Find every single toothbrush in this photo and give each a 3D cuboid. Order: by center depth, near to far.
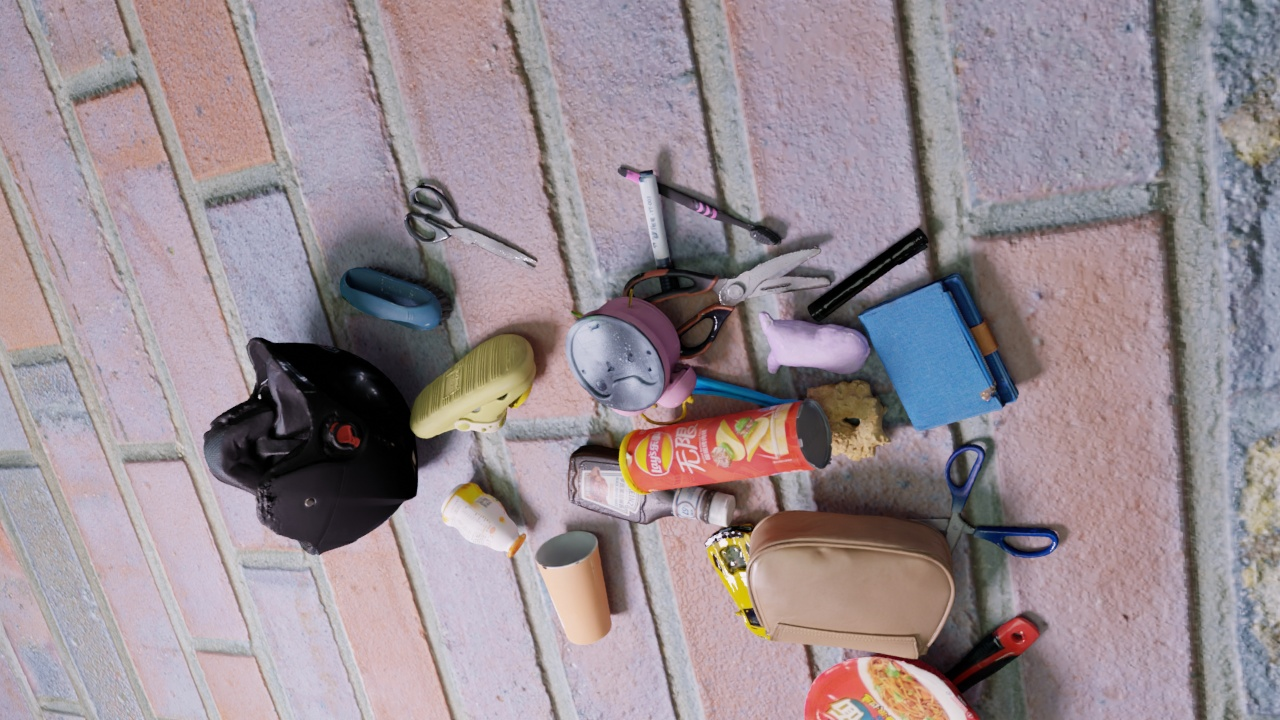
[{"bbox_3d":[0.056,-0.156,0.926,0.189,0.017,0.014,27,119,16],"label":"toothbrush"}]

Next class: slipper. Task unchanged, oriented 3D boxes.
[{"bbox_3d":[-0.190,0.041,1.091,0.191,0.091,0.081,-29,132,24],"label":"slipper"}]

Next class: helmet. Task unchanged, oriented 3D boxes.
[{"bbox_3d":[-0.389,0.096,1.116,0.234,0.229,0.275,17,114,47],"label":"helmet"}]

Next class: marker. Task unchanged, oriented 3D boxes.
[{"bbox_3d":[0.216,-0.079,0.875,0.132,0.020,0.022,-37,48,31],"label":"marker"},{"bbox_3d":[0.020,-0.132,0.946,0.023,0.018,0.131,-4,113,17],"label":"marker"}]

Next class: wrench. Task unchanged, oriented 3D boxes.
[{"bbox_3d":[0.329,0.364,0.992,0.056,0.016,0.274,36,120,9],"label":"wrench"}]

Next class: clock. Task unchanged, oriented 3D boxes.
[{"bbox_3d":[-0.006,0.006,0.965,0.117,0.059,0.158,-16,111,39],"label":"clock"}]

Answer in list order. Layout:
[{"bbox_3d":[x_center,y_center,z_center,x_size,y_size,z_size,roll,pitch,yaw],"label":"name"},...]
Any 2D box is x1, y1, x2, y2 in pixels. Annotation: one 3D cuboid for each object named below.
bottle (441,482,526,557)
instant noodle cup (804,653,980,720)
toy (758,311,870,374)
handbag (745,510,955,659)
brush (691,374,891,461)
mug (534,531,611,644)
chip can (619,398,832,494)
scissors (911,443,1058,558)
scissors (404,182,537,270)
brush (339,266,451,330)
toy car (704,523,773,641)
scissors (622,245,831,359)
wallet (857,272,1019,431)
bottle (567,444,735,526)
[{"bbox_3d":[-0.196,0.203,1.157,0.108,0.063,0.063,34,120,11],"label":"bottle"},{"bbox_3d":[0.277,0.386,0.980,0.194,0.065,0.194,11,112,27],"label":"instant noodle cup"},{"bbox_3d":[0.173,-0.011,0.910,0.108,0.038,0.084,5,138,19],"label":"toy"},{"bbox_3d":[0.212,0.225,0.941,0.205,0.099,0.148,4,114,12],"label":"handbag"},{"bbox_3d":[0.135,0.043,0.955,0.255,0.045,0.083,12,118,26],"label":"brush"},{"bbox_3d":[-0.077,0.282,1.125,0.078,0.078,0.123,-2,112,26],"label":"mug"},{"bbox_3d":[0.083,0.090,0.936,0.217,0.073,0.073,-14,102,34],"label":"chip can"},{"bbox_3d":[0.324,0.158,0.918,0.173,0.012,0.162,-1,111,28],"label":"scissors"},{"bbox_3d":[-0.200,-0.137,1.061,0.137,0.014,0.174,-32,96,30],"label":"scissors"},{"bbox_3d":[-0.302,-0.073,1.096,0.144,0.073,0.055,20,111,18],"label":"brush"},{"bbox_3d":[0.130,0.253,1.032,0.071,0.041,0.156,-23,99,31],"label":"toy car"},{"bbox_3d":[0.082,-0.061,0.941,0.196,0.015,0.216,25,125,3],"label":"scissors"},{"bbox_3d":[0.279,-0.006,0.863,0.107,0.040,0.133,-24,98,39],"label":"wallet"},{"bbox_3d":[0.011,0.150,1.049,0.195,0.043,0.080,11,111,21],"label":"bottle"}]
